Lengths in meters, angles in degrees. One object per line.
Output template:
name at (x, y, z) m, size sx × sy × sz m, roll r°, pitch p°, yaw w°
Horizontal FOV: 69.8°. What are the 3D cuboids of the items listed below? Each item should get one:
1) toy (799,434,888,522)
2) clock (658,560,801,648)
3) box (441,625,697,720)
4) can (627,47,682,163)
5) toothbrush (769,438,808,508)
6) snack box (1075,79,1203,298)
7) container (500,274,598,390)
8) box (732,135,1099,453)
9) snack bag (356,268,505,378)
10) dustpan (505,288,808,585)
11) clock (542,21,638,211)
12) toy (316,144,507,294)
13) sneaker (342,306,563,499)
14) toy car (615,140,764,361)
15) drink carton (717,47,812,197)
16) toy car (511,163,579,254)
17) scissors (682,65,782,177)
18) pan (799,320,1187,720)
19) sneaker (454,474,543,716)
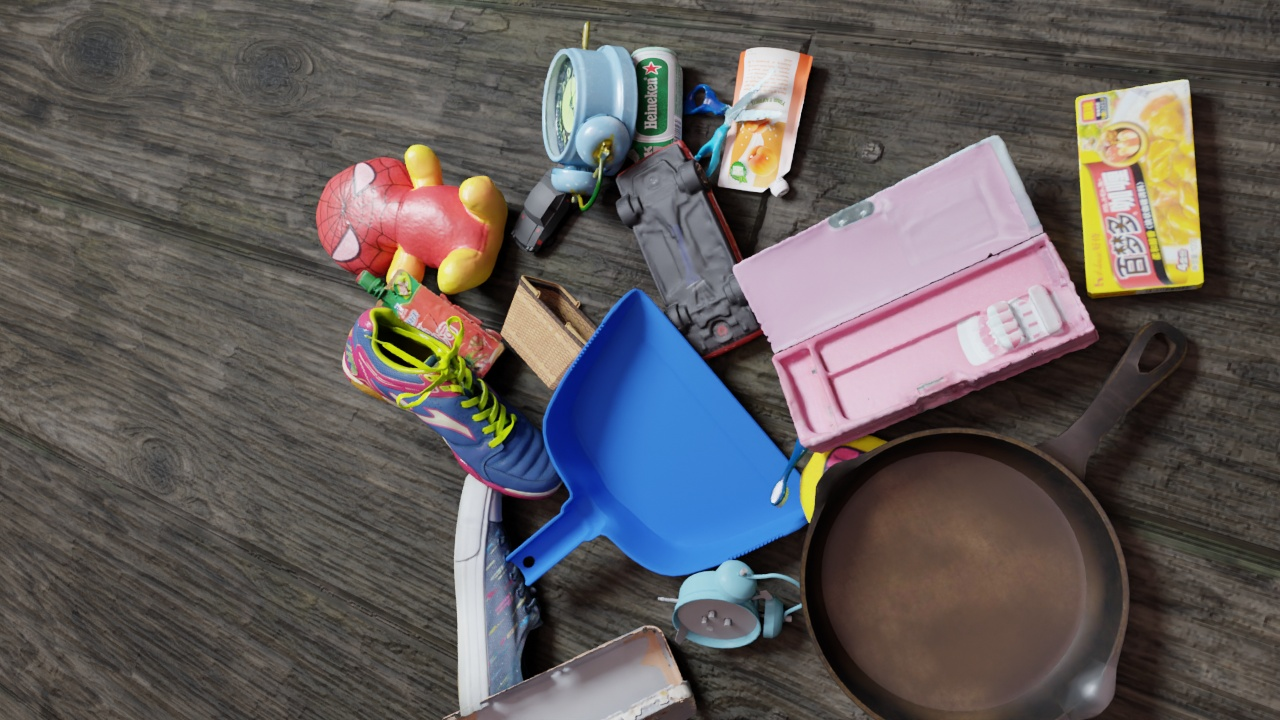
toy at (0.177, 0.107, 0.745) m, size 0.095 × 0.041 × 0.094 m, roll -30°, pitch 69°, yaw 12°
clock at (0.081, 0.205, 0.765) m, size 0.123 × 0.087 × 0.041 m, roll -24°, pitch 33°, yaw 29°
box at (-0.066, 0.302, 0.782) m, size 0.216 × 0.094 × 0.107 m, roll -23°, pitch 46°, yaw -8°
can at (0.012, -0.232, 0.847) m, size 0.053 × 0.053 × 0.101 m, roll -1°, pitch 86°, yaw 26°
toothbrush at (0.138, 0.063, 0.765) m, size 0.021 × 0.016 × 0.132 m, roll 16°, pitch 71°, yaw 34°
snack box at (0.367, -0.125, 0.679) m, size 0.075 × 0.025 × 0.152 m, roll -3°, pitch 84°, yaw 26°
container at (-0.078, -0.021, 0.865) m, size 0.114 × 0.063 × 0.061 m, roll 45°, pitch 109°, yaw 29°
box at (0.209, -0.045, 0.725) m, size 0.233 × 0.059 × 0.179 m, roll -24°, pitch 77°, yaw 20°
snack bag at (-0.208, -0.041, 0.901) m, size 0.155 × 0.044 × 0.087 m, roll 35°, pitch 137°, yaw -13°
dustpan at (-0.020, 0.113, 0.813) m, size 0.258 × 0.059 × 0.245 m, roll -42°, pitch 86°, yaw 24°
clock at (-0.046, -0.214, 0.838) m, size 0.118 × 0.060 × 0.162 m, roll 135°, pitch 131°, yaw -59°
toy at (-0.238, -0.140, 0.939) m, size 0.216 × 0.098 × 0.147 m, roll 15°, pitch 82°, yaw 25°
sneaker at (-0.167, 0.040, 0.847) m, size 0.242 × 0.116 × 0.091 m, roll 34°, pitch 133°, yaw -3°
toy car at (0.044, -0.097, 0.813) m, size 0.082 × 0.056 × 0.189 m, roll -25°, pitch 86°, yaw 21°
drink carton at (0.109, -0.209, 0.812) m, size 0.069 × 0.038 × 0.122 m, roll 14°, pitch 98°, yaw 28°
toy car at (-0.095, -0.148, 0.903) m, size 0.042 × 0.036 × 0.092 m, roll 43°, pitch 104°, yaw 23°
scissors at (0.076, -0.226, 0.814) m, size 0.133 × 0.015 × 0.110 m, roll -41°, pitch 56°, yaw 45°
pan at (0.275, 0.115, 0.681) m, size 0.249 × 0.043 × 0.356 m, roll 40°, pitch 91°, yaw 10°
sneaker at (-0.133, 0.225, 0.880) m, size 0.079 × 0.087 × 0.235 m, roll -2°, pitch 85°, yaw -2°
